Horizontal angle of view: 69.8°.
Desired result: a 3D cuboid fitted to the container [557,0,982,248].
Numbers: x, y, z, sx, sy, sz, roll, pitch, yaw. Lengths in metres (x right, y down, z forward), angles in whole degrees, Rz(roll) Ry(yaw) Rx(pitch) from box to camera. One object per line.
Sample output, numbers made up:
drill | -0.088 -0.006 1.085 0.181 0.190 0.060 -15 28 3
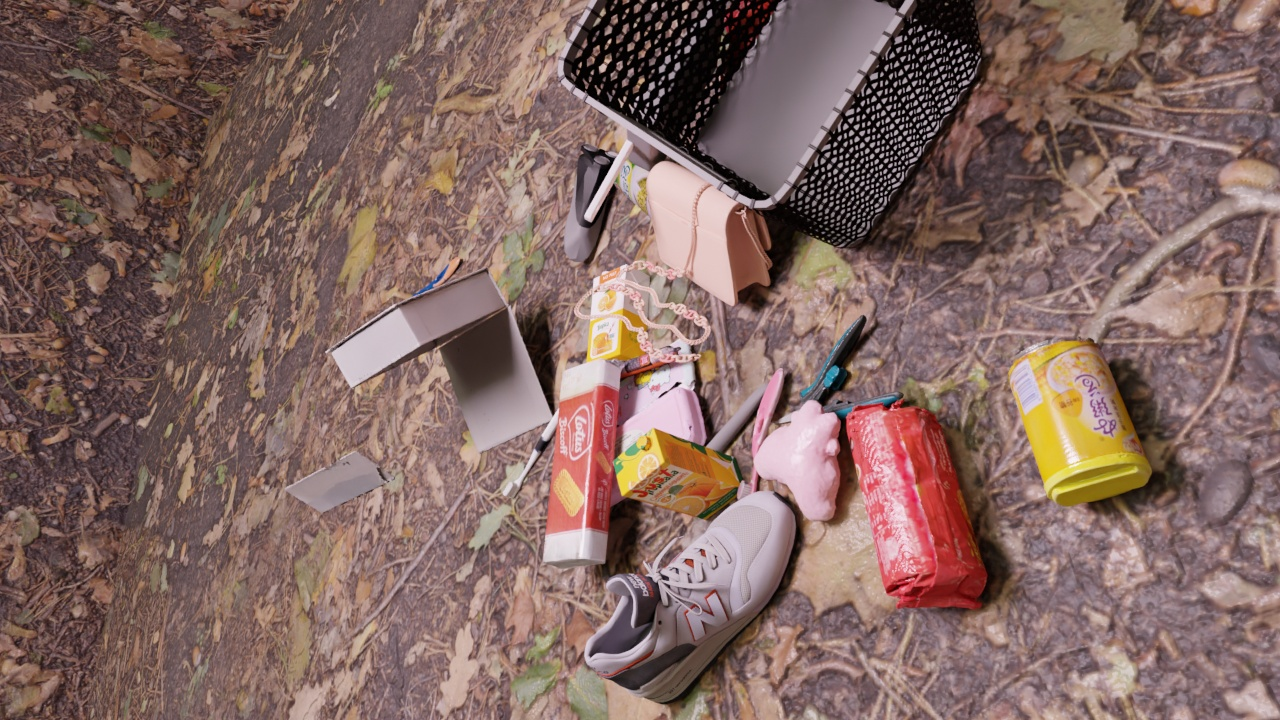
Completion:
container | 0.129 -0.260 0.799 0.247 0.243 0.246 39 104 26

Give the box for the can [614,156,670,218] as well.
can | 0.019 -0.208 1.093 0.067 0.067 0.121 -56 40 14

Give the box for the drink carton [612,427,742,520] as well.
drink carton | 0.036 0.110 0.879 0.058 0.122 0.041 -42 44 28

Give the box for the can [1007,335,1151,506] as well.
can | 0.306 0.043 0.645 0.068 0.067 0.105 -32 50 36

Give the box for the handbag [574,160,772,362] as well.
handbag | 0.028 -0.108 0.942 0.187 0.117 0.199 -31 38 -16

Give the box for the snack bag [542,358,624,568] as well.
snack bag | -0.062 0.110 0.995 0.078 0.041 0.224 -18 61 45

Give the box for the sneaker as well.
sneaker | 0.036 0.211 0.828 0.240 0.124 0.089 -58 40 11

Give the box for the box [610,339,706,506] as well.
box | -0.014 0.075 1.019 0.202 0.041 0.153 -36 47 32

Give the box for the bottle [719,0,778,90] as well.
bottle | 0.132 -0.338 1.006 0.099 0.098 0.111 -35 52 34

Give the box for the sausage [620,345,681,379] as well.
sausage | -0.006 0.006 1.026 0.156 0.020 0.020 -19 59 49

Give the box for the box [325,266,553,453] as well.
box | -0.176 0.027 1.236 0.168 0.446 0.164 -25 45 40

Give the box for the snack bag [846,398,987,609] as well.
snack bag | 0.211 0.106 0.713 0.083 0.082 0.176 -33 51 35

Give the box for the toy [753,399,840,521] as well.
toy | 0.147 0.082 0.814 0.099 0.052 0.096 41 119 45

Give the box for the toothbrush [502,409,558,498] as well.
toothbrush | -0.120 0.096 1.148 0.012 0.017 0.187 39 103 29

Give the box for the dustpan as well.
dustpan | 0.015 -0.255 0.985 0.257 0.033 0.163 -62 -5 -8

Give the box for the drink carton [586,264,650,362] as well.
drink carton | -0.026 -0.051 1.091 0.059 0.040 0.122 -19 59 43

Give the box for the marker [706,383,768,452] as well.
marker | 0.085 0.074 0.926 0.139 0.016 0.022 -52 18 16

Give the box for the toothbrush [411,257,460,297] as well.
toothbrush | -0.334 -0.130 1.504 0.135 0.017 0.021 -34 53 31

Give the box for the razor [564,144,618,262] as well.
razor | -0.068 -0.205 1.206 0.060 0.057 0.156 -149 74 -79

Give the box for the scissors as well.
scissors | 0.181 0.034 0.829 0.148 0.019 0.118 -63 35 14

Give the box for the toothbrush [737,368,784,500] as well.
toothbrush | 0.117 0.072 0.884 0.022 0.016 0.135 3 77 67
